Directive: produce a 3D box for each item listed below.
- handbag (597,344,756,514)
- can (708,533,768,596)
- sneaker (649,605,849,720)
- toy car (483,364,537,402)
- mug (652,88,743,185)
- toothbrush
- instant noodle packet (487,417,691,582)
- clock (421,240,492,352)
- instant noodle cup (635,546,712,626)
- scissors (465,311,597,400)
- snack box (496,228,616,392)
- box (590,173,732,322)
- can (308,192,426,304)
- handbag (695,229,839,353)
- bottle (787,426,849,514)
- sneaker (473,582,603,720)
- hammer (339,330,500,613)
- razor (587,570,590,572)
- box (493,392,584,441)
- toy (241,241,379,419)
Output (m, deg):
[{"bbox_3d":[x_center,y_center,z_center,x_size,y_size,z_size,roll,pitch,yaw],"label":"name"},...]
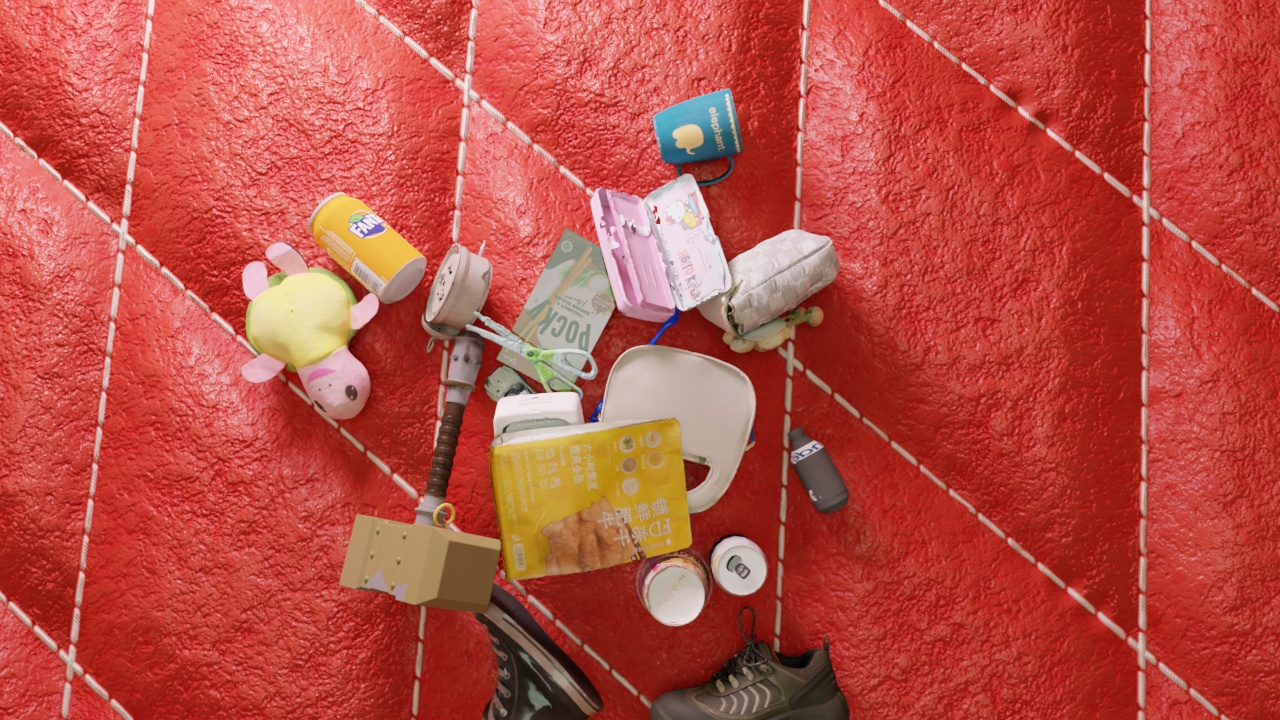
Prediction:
[{"bbox_3d":[0.042,0.088,1.130,0.201,0.093,0.199,15,89,1],"label":"handbag"},{"bbox_3d":[0.116,0.243,1.093,0.064,0.127,0.064,0,84,2],"label":"can"},{"bbox_3d":[0.127,0.375,1.092,0.238,0.101,0.143,-5,88,-3],"label":"sneaker"},{"bbox_3d":[-0.155,0.052,1.170,0.048,0.033,0.105,-45,83,-1],"label":"toy car"},{"bbox_3d":[0.076,-0.280,1.178,0.104,0.084,0.112,-12,112,7],"label":"mug"},{"bbox_3d":[-0.007,0.007,1.180,0.016,0.018,0.182,38,89,1],"label":"toothbrush"},{"bbox_3d":[-0.056,0.157,1.076,0.221,0.084,0.163,-7,98,-3],"label":"instant noodle packet"},{"bbox_3d":[-0.234,-0.072,1.162,0.061,0.103,0.157,21,116,-25],"label":"clock"},{"bbox_3d":[0.041,0.275,1.102,0.098,0.108,0.097,0,85,2],"label":"instant noodle cup"},{"bbox_3d":[-0.140,-0.003,1.132,0.175,0.032,0.078,27,96,-7],"label":"scissors"},{"bbox_3d":[-0.093,-0.060,1.162,0.101,0.031,0.186,28,92,-4],"label":"snack box"},{"bbox_3d":[0.021,-0.138,1.134,0.149,0.073,0.201,-8,56,-9],"label":"box"},{"bbox_3d":[-0.348,-0.143,1.173,0.142,0.079,0.079,41,87,5],"label":"can"},{"bbox_3d":[0.168,-0.082,1.135,0.171,0.112,0.123,-32,110,-9],"label":"handbag"},{"bbox_3d":[0.217,0.135,1.141,0.047,0.047,0.112,-28,83,-1],"label":"bottle"},{"bbox_3d":[-0.166,0.369,1.112,0.120,0.095,0.235,-42,91,-3],"label":"sneaker"},{"bbox_3d":[-0.239,0.123,1.105,0.191,0.100,0.324,-2,72,42],"label":"hammer"},{"bbox_3d":[-0.093,0.199,1.149,0.052,0.047,0.143,-36,81,-7],"label":"razor"},{"bbox_3d":[-0.123,0.100,1.120,0.107,0.076,0.102,-4,111,3],"label":"box"},{"bbox_3d":[-0.417,-0.036,1.161,0.190,0.088,0.238,-32,87,-7],"label":"toy"}]
